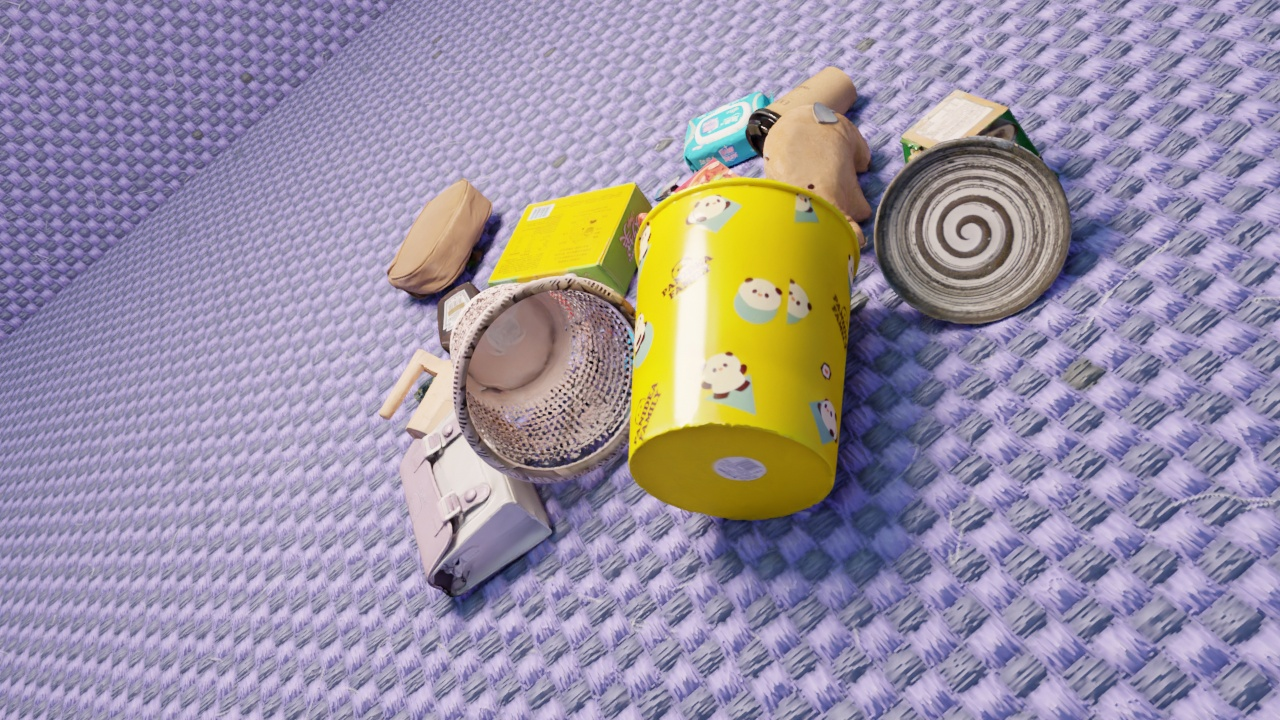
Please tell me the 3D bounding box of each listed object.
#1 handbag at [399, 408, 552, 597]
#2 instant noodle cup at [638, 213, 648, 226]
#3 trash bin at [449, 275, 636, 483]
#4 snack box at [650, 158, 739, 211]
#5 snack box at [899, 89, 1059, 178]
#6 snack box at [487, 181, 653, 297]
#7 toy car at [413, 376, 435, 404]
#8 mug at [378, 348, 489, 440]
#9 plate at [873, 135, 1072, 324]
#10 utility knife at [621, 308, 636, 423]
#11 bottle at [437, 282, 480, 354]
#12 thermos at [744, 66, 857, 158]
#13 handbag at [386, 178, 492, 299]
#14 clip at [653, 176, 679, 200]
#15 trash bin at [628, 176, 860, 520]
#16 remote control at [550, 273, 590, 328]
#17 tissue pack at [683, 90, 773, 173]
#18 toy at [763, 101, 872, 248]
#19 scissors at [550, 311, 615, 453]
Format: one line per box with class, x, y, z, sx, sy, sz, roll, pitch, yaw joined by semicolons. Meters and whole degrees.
handbag;-0.204;0.156;1.064;0.145;0.098;0.197;-44;39;8
instant noodle cup;0.077;-0.140;1.089;0.108;0.138;0.138;-32;38;-3
trash bin;-0.123;0.001;1.046;0.227;0.227;0.192;-46;29;-7
snack box;0.080;-0.205;1.210;0.113;0.044;0.127;-40;38;1
snack box;0.342;-0.211;0.951;0.117;0.105;0.118;-40;39;-1
snack box;-0.095;-0.156;1.287;0.210;0.070;0.157;-4;51;36
toy car;-0.283;0.059;1.265;0.043;0.034;0.090;-37;40;1
mug;-0.261;0.055;1.190;0.124;0.084;0.103;27;68;3
plate;0.317;-0.125;0.884;0.180;0.024;0.179;1;93;19
utility knife;-0.007;0.006;1.100;0.034;0.018;0.186;-26;40;35
bottle;-0.251;-0.035;1.322;0.080;0.044;0.194;-33;40;10
thermos;0.207;-0.311;1.177;0.143;0.093;0.093;-42;38;-14
handbag;-0.321;-0.190;1.489;0.148;0.100;0.204;-10;47;43
clip;0.042;-0.241;1.300;0.056;0.026;0.024;-13;42;48
trash bin;0.093;-0.003;0.876;0.230;0.229;0.254;-13;51;30
remote control;-0.123;-0.058;1.214;0.136;0.056;0.020;-36;-2;24
tissue pack;0.127;-0.316;1.272;0.134;0.050;0.093;-18;43;25
toy;0.203;-0.204;1.044;0.083;0.143;0.225;114;168;-49
scissors;-0.079;0.021;1.149;0.227;0.015;0.188;23;69;47
